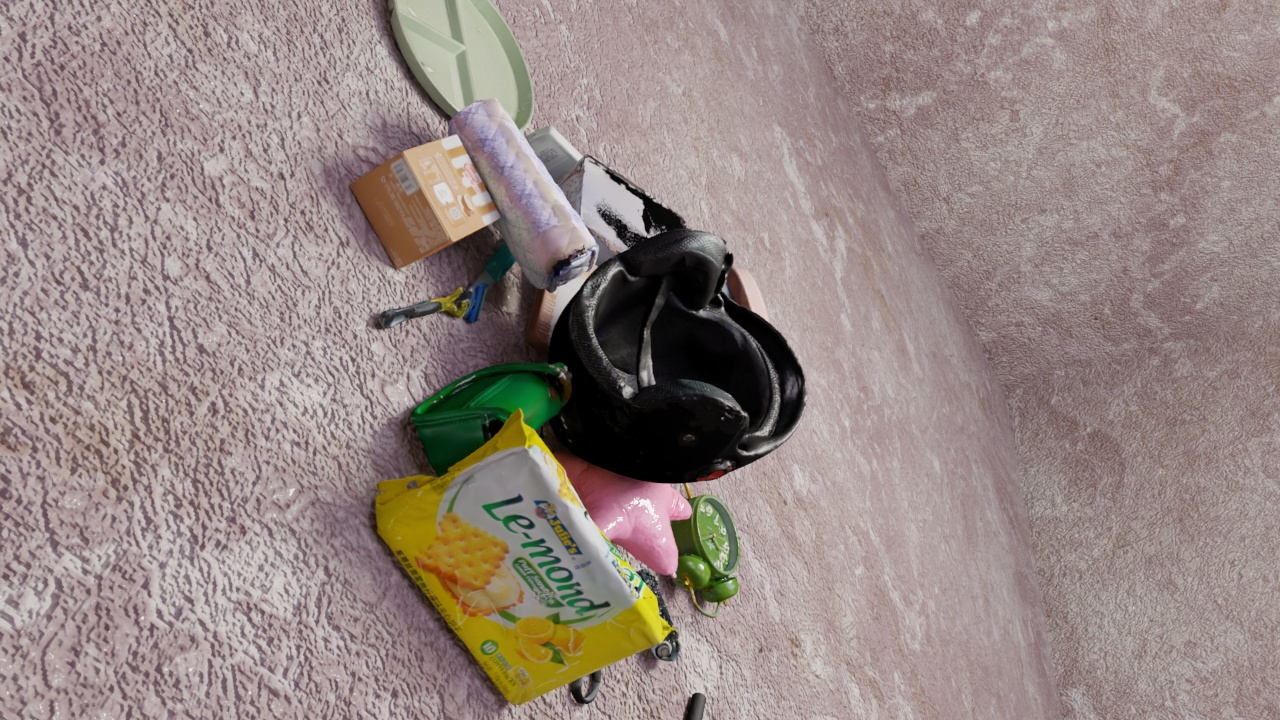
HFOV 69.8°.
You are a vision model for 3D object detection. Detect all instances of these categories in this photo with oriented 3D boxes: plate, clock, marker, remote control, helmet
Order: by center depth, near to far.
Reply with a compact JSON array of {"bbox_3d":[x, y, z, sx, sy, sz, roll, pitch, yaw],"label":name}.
[{"bbox_3d":[0.032,0.015,0.957,0.274,0.231,0.233,19,51,-27],"label":"helmet"},{"bbox_3d":[0.052,0.422,0.999,0.131,0.020,0.022,-66,157,-54],"label":"marker"},{"bbox_3d":[-0.210,-0.366,1.083,0.230,0.028,0.229,38,41,-43],"label":"plate"},{"bbox_3d":[0.075,0.235,1.125,0.116,0.056,0.161,36,43,-43],"label":"clock"},{"bbox_3d":[-0.090,-0.237,1.166,0.150,0.058,0.021,40,37,-42],"label":"remote control"},{"bbox_3d":[0.169,-0.031,1.376,0.229,0.028,0.229,163,-86,-88],"label":"plate"}]

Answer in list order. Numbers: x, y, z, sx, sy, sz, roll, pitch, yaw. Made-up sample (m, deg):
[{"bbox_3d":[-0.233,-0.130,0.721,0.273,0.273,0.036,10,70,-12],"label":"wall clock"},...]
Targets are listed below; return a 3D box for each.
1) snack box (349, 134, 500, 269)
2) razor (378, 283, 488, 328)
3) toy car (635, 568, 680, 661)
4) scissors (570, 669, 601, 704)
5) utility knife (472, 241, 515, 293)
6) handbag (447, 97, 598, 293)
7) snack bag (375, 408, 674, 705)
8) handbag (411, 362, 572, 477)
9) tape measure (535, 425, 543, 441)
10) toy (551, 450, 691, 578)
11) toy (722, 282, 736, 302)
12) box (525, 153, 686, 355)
[{"bbox_3d":[-0.207,-0.154,0.891,0.093,0.077,0.094,62,30,-11],"label":"snack box"},{"bbox_3d":[-0.203,-0.050,0.887,0.142,0.022,0.043,-21,134,-58],"label":"razor"},{"bbox_3d":[0.014,0.283,1.011,0.105,0.031,0.048,67,18,1],"label":"toy car"},{"bbox_3d":[-0.051,0.262,0.943,0.159,0.014,0.176,57,27,-25],"label":"scissors"},{"bbox_3d":[-0.151,-0.119,1.028,0.029,0.013,0.192,55,30,-19],"label":"utility knife"},{"bbox_3d":[-0.125,-0.165,0.964,0.194,0.075,0.134,54,-14,5],"label":"handbag"},{"bbox_3d":[-0.098,0.172,0.780,0.246,0.158,0.068,58,13,-18],"label":"snack bag"},{"bbox_3d":[-0.133,0.048,0.836,0.068,0.120,0.131,68,26,-12],"label":"handbag"},{"bbox_3d":[-0.124,0.063,0.937,0.054,0.025,0.058,5,63,-56],"label":"tape measure"},{"bbox_3d":[-0.016,0.161,0.994,0.178,0.075,0.194,54,30,14],"label":"toy"},{"bbox_3d":[0.100,-0.035,1.313,0.137,0.092,0.356,10,64,-61],"label":"toy"},{"bbox_3d":[-0.032,-0.100,1.107,0.178,0.088,0.261,29,45,-30],"label":"box"}]
